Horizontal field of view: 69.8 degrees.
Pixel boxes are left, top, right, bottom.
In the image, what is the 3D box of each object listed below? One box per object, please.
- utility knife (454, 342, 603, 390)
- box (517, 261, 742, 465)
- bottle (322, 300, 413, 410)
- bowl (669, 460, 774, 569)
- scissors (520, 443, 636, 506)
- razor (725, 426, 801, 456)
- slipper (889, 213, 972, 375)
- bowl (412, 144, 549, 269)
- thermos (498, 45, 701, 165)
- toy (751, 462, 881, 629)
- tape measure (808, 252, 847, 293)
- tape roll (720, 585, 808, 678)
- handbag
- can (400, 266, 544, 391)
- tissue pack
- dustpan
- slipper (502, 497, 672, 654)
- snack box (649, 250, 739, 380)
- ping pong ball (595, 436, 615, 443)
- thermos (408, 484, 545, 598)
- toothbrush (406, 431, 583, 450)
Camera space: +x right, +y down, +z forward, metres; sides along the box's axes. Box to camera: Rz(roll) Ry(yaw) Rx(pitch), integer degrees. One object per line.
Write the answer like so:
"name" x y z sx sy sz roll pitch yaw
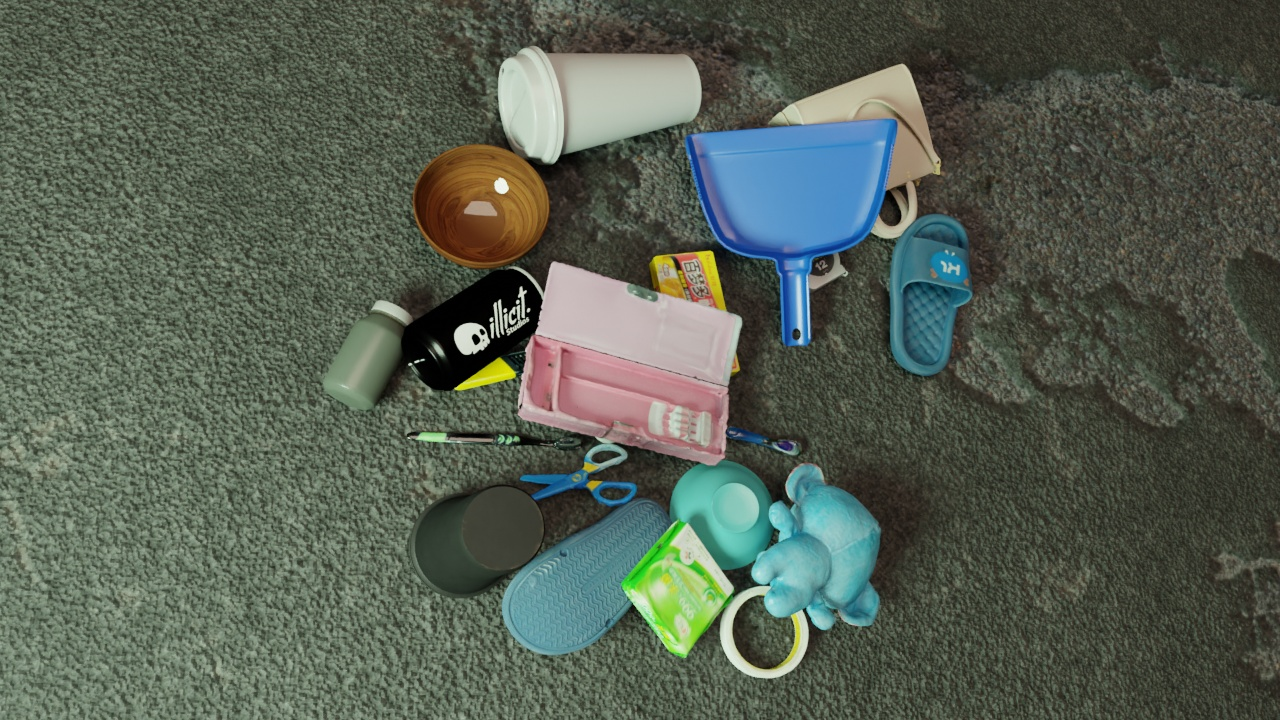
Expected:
"utility knife" -0.119 0.001 1.015 0.186 0.020 0.028 -12 76 -15
"box" -0.008 0.007 0.991 0.232 0.051 0.180 17 69 -17
"bottle" -0.282 -0.006 0.959 0.060 0.060 0.108 25 69 -4
"bowl" 0.096 0.163 0.996 0.121 0.046 0.121 4 72 -11
"scissors" -0.069 0.120 0.983 0.132 0.020 0.096 2 44 1
"razor" 0.119 0.086 1.041 0.141 0.018 0.043 13 70 -8
"slipper" 0.356 -0.086 1.125 0.103 0.059 0.213 18 74 -11
"bowl" -0.178 -0.160 1.026 0.147 0.069 0.147 4 70 -11
"thermos" -0.044 -0.309 1.082 0.221 0.132 0.131 -15 76 -25
"toy" 0.175 0.210 0.968 0.180 0.115 0.183 -21 88 -39
"tape measure" 0.216 -0.120 1.130 0.064 0.017 0.065 -29 81 -19
"tape roll" 0.132 0.289 0.978 0.094 0.019 0.094 4 72 -11
"handbag" 0.282 -0.246 1.153 0.194 0.101 0.198 -24 91 -19
"can" -0.174 -0.035 0.970 0.080 0.080 0.145 48 57 5
"tissue pack" 0.041 0.233 0.945 0.099 0.034 0.114 -45 109 -31
"dustpan" 0.181 -0.147 1.086 0.246 0.059 0.258 -2 101 10
"slipper" -0.048 0.221 0.941 0.213 0.059 0.104 -31 90 -34
"snack box" 0.062 -0.052 1.069 0.075 0.025 0.152 -7 74 -15
"ping pong ball" -0.034 0.070 1.000 0.040 0.040 0.040 4 72 -12
"thermos" -0.150 0.165 0.853 0.105 0.219 0.105 6 73 -19
"toothbrush" -0.154 0.084 0.983 0.188 0.017 0.014 4 66 -10
